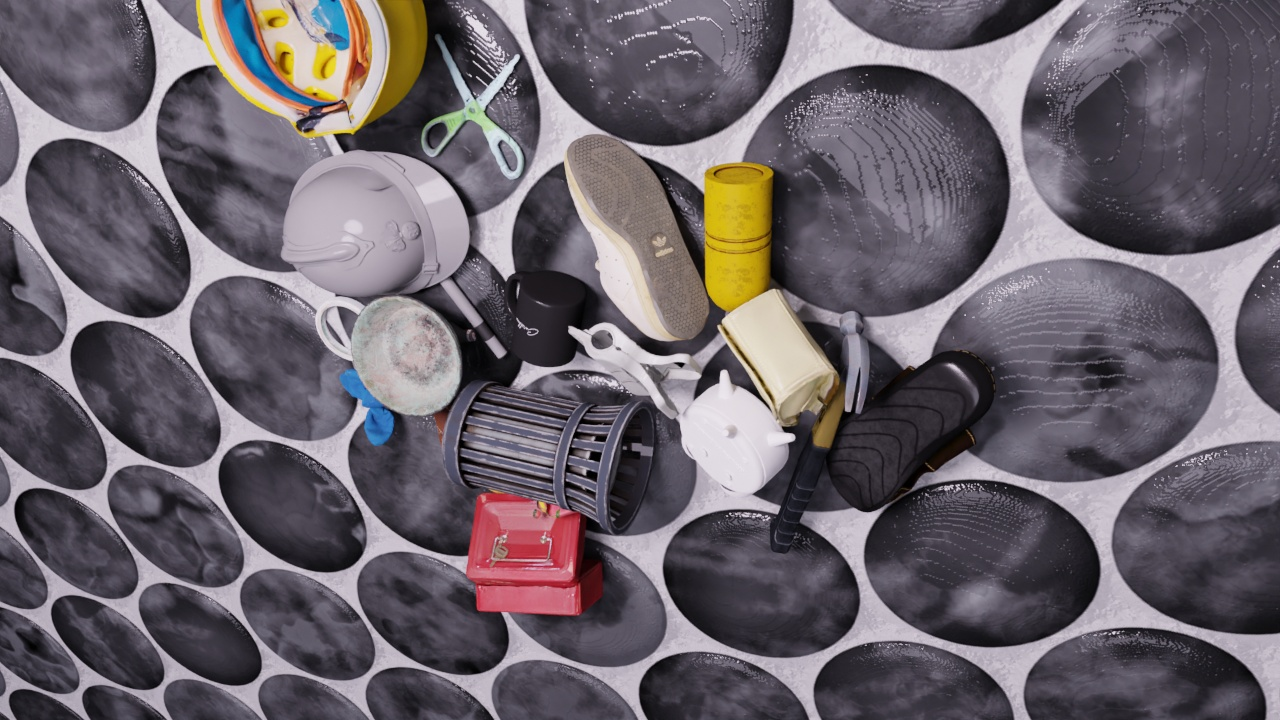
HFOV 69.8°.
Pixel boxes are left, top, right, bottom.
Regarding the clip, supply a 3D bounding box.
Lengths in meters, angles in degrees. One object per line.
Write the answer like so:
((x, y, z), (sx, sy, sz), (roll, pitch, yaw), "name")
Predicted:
((-0.006, 0.007, 1.053), (0.143, 0.072, 0.124), (23, 171, 31), "clip")

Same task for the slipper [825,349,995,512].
((0.298, 0.077, 1.016), (0.113, 0.075, 0.269), (49, 138, 16), "slipper")

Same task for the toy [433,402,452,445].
((-0.265, 0.095, 1.258), (0.103, 0.070, 0.090), (42, 142, 19), "toy")

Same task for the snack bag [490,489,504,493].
((-0.212, 0.166, 1.287), (0.099, 0.026, 0.020), (26, 126, 2), "snack bag")

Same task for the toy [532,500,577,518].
((-0.097, 0.175, 1.213), (0.103, 0.084, 0.046), (-13, 124, 3), "toy")

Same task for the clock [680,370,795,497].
((0.102, 0.096, 1.062), (0.125, 0.072, 0.161), (44, 153, 14), "clock")

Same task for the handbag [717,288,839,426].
((0.148, 0.003, 0.972), (0.081, 0.111, 0.119), (-30, 65, 1), "handbag")

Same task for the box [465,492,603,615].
((-0.141, 0.287, 1.281), (0.157, 0.153, 0.168), (0, 149, 13), "box")

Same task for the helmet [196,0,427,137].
((-0.317, -0.348, 0.938), (0.240, 0.139, 0.209), (12, 125, 28), "helmet")

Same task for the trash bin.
((-0.116, 0.110, 1.138), (0.228, 0.163, 0.164), (10, 124, 18), "trash bin")

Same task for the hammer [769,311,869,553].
((0.201, 0.108, 1.058), (0.025, 0.117, 0.334), (10, 130, -3), "hammer")

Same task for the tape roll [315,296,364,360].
((-0.392, -0.042, 1.230), (0.093, 0.013, 0.093), (9, 123, 15), "tape roll")

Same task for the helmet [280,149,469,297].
((-0.342, -0.141, 1.077), (0.272, 0.117, 0.183), (-2, 116, 27), "helmet")

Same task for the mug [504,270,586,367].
((-0.121, -0.059, 1.089), (0.113, 0.078, 0.088), (36, 131, 29), "mug")

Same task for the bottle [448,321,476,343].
((-0.262, -0.032, 1.174), (0.110, 0.036, 0.036), (0, 121, 20), "bottle")

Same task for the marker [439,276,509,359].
((-0.214, -0.061, 1.151), (0.016, 0.016, 0.140), (-25, 109, 31), "marker")

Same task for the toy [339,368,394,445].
((-0.336, 0.046, 1.234), (0.177, 0.070, 0.113), (-23, 100, 31), "toy")

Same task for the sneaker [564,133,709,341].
((-0.014, -0.127, 1.003), (0.241, 0.088, 0.102), (62, 155, -5), "sneaker")

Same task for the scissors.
((-0.179, -0.273, 1.009), (0.172, 0.022, 0.174), (-34, 100, 36), "scissors")

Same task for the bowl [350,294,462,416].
((-0.284, -0.010, 1.146), (0.158, 0.038, 0.158), (7, 110, 18), "bowl")

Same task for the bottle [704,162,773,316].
((0.103, -0.118, 0.963), (0.071, 0.070, 0.164), (7, 122, 16), "bottle")
